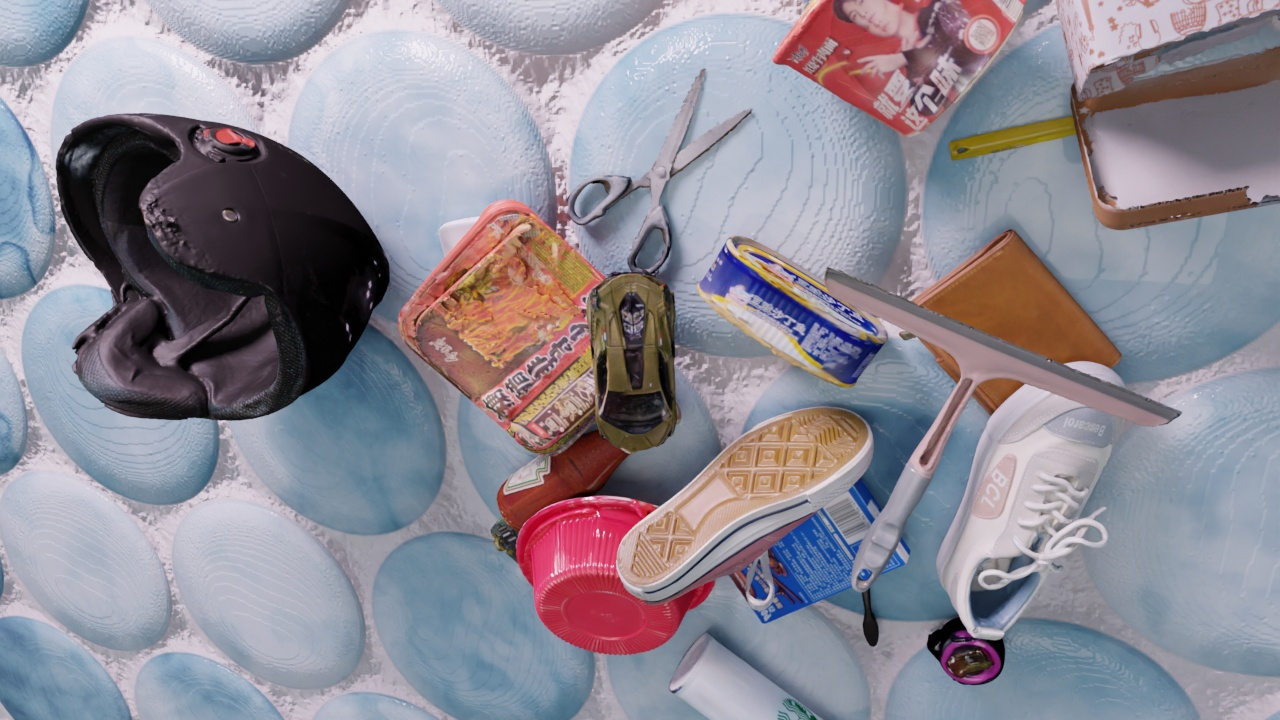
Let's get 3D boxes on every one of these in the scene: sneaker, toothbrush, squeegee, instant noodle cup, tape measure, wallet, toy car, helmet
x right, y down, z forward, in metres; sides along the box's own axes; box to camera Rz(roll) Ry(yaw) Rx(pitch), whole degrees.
[{"bbox_3d":[0.094,0.131,0.776,0.241,0.118,0.088,-35,137,-1],"label":"sneaker"},{"bbox_3d":[0.198,0.174,0.823,0.014,0.016,0.189,-6,107,17],"label":"toothbrush"},{"bbox_3d":[0.215,0.079,0.697,0.248,0.040,0.250,25,120,12],"label":"squeegee"},{"bbox_3d":[0.169,-0.220,0.594,0.108,0.137,0.138,36,119,-6],"label":"instant noodle cup"},{"bbox_3d":[0.290,0.257,0.809,0.058,0.039,0.057,-37,97,28],"label":"tape measure"},{"bbox_3d":[0.312,-0.164,0.630,0.190,0.016,0.016,-8,109,22],"label":"toothbrush"},{"bbox_3d":[-0.091,-0.030,0.778,0.189,0.079,0.165,43,109,-13],"label":"instant noodle cup"},{"bbox_3d":[0.272,-0.016,0.697,0.130,0.035,0.119,45,123,-11],"label":"wallet"},{"bbox_3d":[-0.108,0.186,0.919,0.043,0.036,0.091,-30,109,30],"label":"toy car"},{"bbox_3d":[-0.353,-0.086,0.779,0.274,0.229,0.234,51,126,2],"label":"helmet"},{"bbox_3d":[-0.004,0.004,0.728,0.070,0.042,0.158,-4,114,1],"label":"toy car"},{"bbox_3d":[0.298,0.116,0.702,0.089,0.090,0.243,14,121,-2],"label":"sneaker"},{"bbox_3d":[-0.028,0.213,0.856,0.194,0.065,0.194,5,131,5],"label":"instant noodle cup"}]

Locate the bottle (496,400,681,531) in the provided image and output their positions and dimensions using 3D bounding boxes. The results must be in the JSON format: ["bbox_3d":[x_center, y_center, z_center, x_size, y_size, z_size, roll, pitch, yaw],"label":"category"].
[{"bbox_3d":[-0.048,0.093,0.846,0.207,0.059,0.060,-36,98,28],"label":"bottle"}]

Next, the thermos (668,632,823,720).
[{"bbox_3d":[0.138,0.358,0.891,0.224,0.073,0.073,36,119,1],"label":"thermos"}]

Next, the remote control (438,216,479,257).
[{"bbox_3d":[-0.141,-0.062,0.831,0.056,0.020,0.136,-6,110,20],"label":"remote control"}]

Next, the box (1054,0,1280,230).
[{"bbox_3d":[0.350,-0.170,0.536,0.183,0.153,0.181,-13,88,24],"label":"box"}]

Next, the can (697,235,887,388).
[{"bbox_3d":[0.119,-0.039,0.720,0.148,0.074,0.049,33,116,4],"label":"can"}]

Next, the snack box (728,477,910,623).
[{"bbox_3d":[0.150,0.171,0.820,0.157,0.026,0.084,-34,92,31],"label":"snack box"}]

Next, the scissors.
[{"bbox_3d":[0.013,-0.147,0.745,0.175,0.014,0.159,-3,111,19],"label":"scissors"}]
